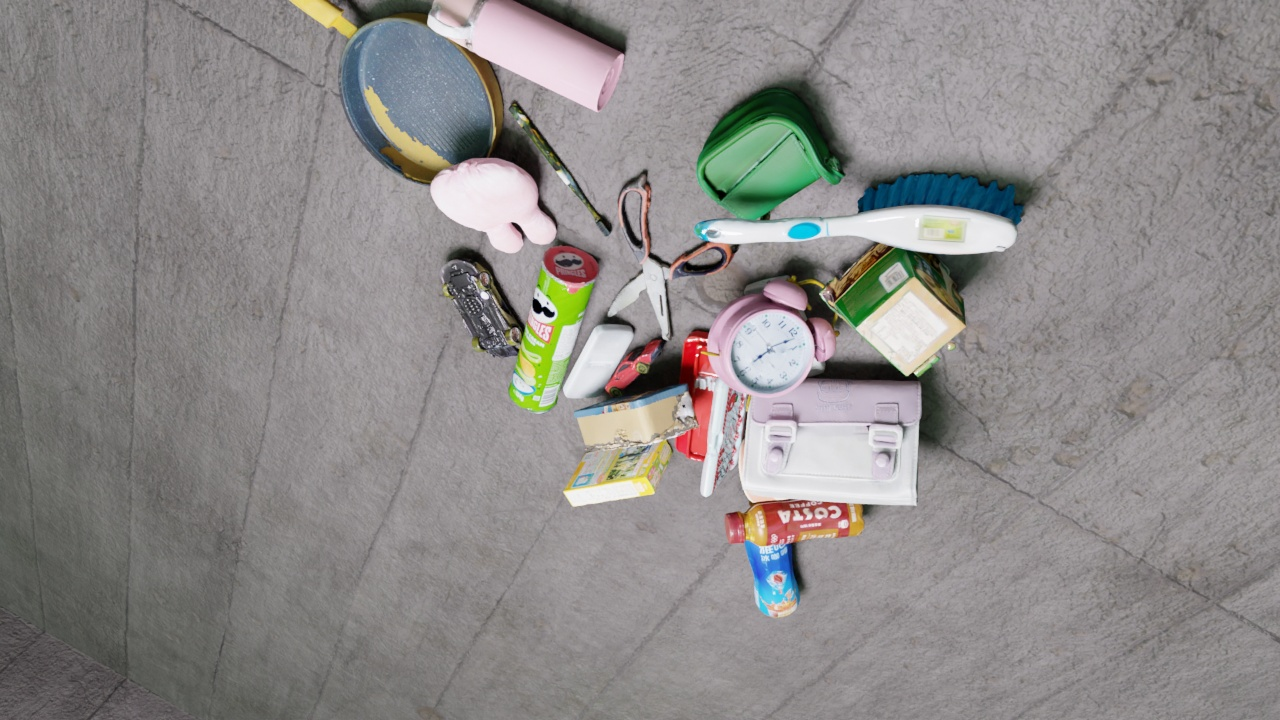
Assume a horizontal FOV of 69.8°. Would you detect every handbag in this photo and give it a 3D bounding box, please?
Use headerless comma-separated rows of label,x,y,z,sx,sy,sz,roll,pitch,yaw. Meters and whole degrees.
handbag,0.130,-0.205,0.951,0.132,0.067,0.120,-29,119,35
handbag,0.224,0.091,1.068,0.197,0.144,0.098,1,163,18

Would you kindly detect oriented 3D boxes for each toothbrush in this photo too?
toothbrush,-0.092,-0.218,1.062,0.012,0.017,0.186,-32,109,17

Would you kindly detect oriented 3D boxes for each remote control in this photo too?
remote control,-0.056,0.002,1.199,0.055,0.020,0.136,1,139,-29
remote control,0.172,-0.037,1.086,0.056,0.019,0.135,-13,119,30

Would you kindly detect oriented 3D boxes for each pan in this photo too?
pan,-0.307,-0.344,1.018,0.198,0.078,0.357,-29,110,36

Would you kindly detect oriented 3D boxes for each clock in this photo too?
clock,0.153,-0.026,1.027,0.158,0.060,0.117,-40,106,0

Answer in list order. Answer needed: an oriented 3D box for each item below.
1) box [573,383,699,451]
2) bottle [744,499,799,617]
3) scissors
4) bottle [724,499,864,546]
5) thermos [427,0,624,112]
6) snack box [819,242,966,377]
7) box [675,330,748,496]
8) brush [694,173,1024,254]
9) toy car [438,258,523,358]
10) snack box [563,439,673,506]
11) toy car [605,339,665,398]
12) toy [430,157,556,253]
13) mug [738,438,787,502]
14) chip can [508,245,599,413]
box,-0.010,0.074,1.169,0.185,0.089,0.062,-11,95,54
bottle,0.181,0.266,1.286,0.065,0.065,0.219,1,125,22
scissors,0.019,-0.118,1.093,0.223,0.015,0.189,-31,109,37
bottle,0.199,0.209,1.195,0.175,0.057,0.057,-6,126,-3
thermos,-0.122,-0.325,0.948,0.198,0.087,0.067,26,130,1
snack box,0.270,-0.056,0.952,0.117,0.105,0.118,40,111,-13
box,0.084,0.072,1.155,0.095,0.101,0.202,13,129,13
brush,0.218,-0.143,0.921,0.315,0.109,0.061,7,128,16
toy car,-0.207,-0.069,1.210,0.070,0.042,0.158,-9,122,28
snack box,-0.031,0.155,1.277,0.141,0.086,0.034,-16,117,32
toy car,-0.007,0.007,1.178,0.031,0.049,0.107,43,132,-7
toy,-0.170,-0.181,1.079,0.121,0.054,0.159,-10,149,21
mug,0.185,0.121,1.165,0.106,0.081,0.114,-10,109,27
chip can,-0.115,-0.033,1.179,0.072,0.072,0.237,25,132,4
